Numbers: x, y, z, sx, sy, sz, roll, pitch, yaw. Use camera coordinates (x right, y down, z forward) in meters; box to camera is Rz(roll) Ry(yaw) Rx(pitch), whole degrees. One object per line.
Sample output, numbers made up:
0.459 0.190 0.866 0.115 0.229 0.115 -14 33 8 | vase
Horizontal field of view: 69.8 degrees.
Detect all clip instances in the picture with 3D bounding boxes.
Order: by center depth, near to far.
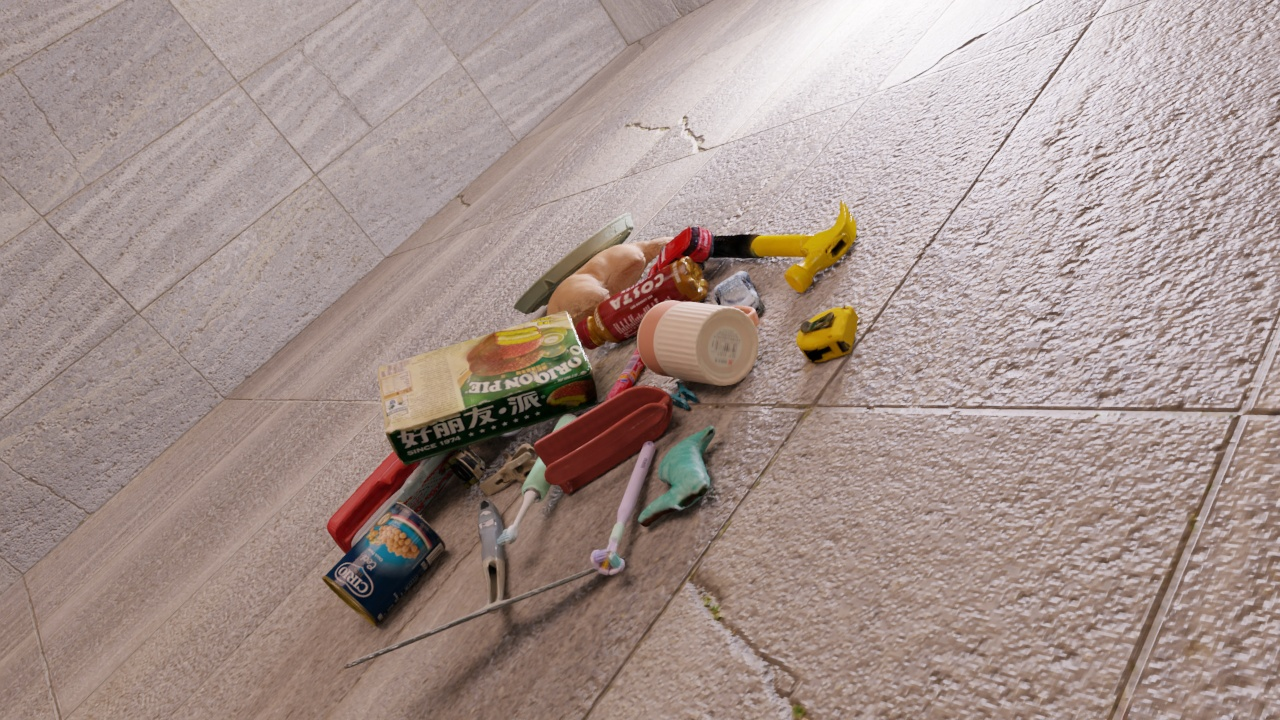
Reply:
0.041 0.037 0.946 0.041 0.014 0.056 -41 21 -7 | clip
-0.137 0.118 1.033 0.098 0.034 0.063 -24 26 50 | clip

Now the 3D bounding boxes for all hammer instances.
0.146 -0.139 1.109 0.128 0.033 0.301 -44 23 -16 | hammer

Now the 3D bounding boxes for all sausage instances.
-0.006 0.006 1.070 0.020 0.020 0.155 -18 29 38 | sausage

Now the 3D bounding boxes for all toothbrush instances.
-0.010 0.124 0.822 0.188 0.029 0.021 -66 -2 -60 | toothbrush
-0.102 0.120 0.947 0.027 0.026 0.224 -23 20 22 | toothbrush

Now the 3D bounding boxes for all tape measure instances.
0.172 -0.026 0.854 0.057 0.029 0.059 -20 27 37 | tape measure

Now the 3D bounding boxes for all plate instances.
-0.098 -0.144 1.402 0.230 0.027 0.230 -38 2 1 | plate

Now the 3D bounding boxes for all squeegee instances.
-0.143 0.195 0.879 0.246 0.039 0.246 -21 17 -5 | squeegee

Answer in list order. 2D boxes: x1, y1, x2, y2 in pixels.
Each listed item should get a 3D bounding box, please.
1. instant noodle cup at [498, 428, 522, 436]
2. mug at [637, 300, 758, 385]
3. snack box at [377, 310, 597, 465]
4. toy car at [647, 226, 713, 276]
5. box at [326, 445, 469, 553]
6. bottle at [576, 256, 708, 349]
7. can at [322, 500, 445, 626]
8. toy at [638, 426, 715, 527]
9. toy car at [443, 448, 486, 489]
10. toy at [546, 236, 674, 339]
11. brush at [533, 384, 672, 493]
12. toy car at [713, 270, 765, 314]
-0.199 0.057 1.171 0.110 0.099 0.099 3 44 48 | instant noodle cup
0.071 -0.025 0.945 0.114 0.082 0.106 -28 19 -25 | mug
-0.179 0.029 1.073 0.240 0.063 0.114 -18 45 -8 | snack box
0.046 -0.127 1.180 0.121 0.045 0.052 -42 32 41 | toy car
-0.274 0.158 1.100 0.068 0.091 0.200 19 54 30 | box
-0.001 -0.067 1.154 0.175 0.057 0.057 -27 24 23 | bottle
-0.271 0.215 0.979 0.111 0.075 0.075 -48 25 -27 | can
0.034 0.104 0.805 0.096 0.030 0.092 -40 19 9 | toy
-0.203 0.123 1.073 0.035 0.042 0.091 -49 5 -18 | toy car
-0.042 -0.115 1.294 0.144 0.082 0.225 -6 33 51 | toy
-0.032 0.075 0.916 0.146 0.063 0.069 -32 11 9 | brush
0.108 -0.071 1.035 0.049 0.031 0.105 -34 24 12 | toy car
